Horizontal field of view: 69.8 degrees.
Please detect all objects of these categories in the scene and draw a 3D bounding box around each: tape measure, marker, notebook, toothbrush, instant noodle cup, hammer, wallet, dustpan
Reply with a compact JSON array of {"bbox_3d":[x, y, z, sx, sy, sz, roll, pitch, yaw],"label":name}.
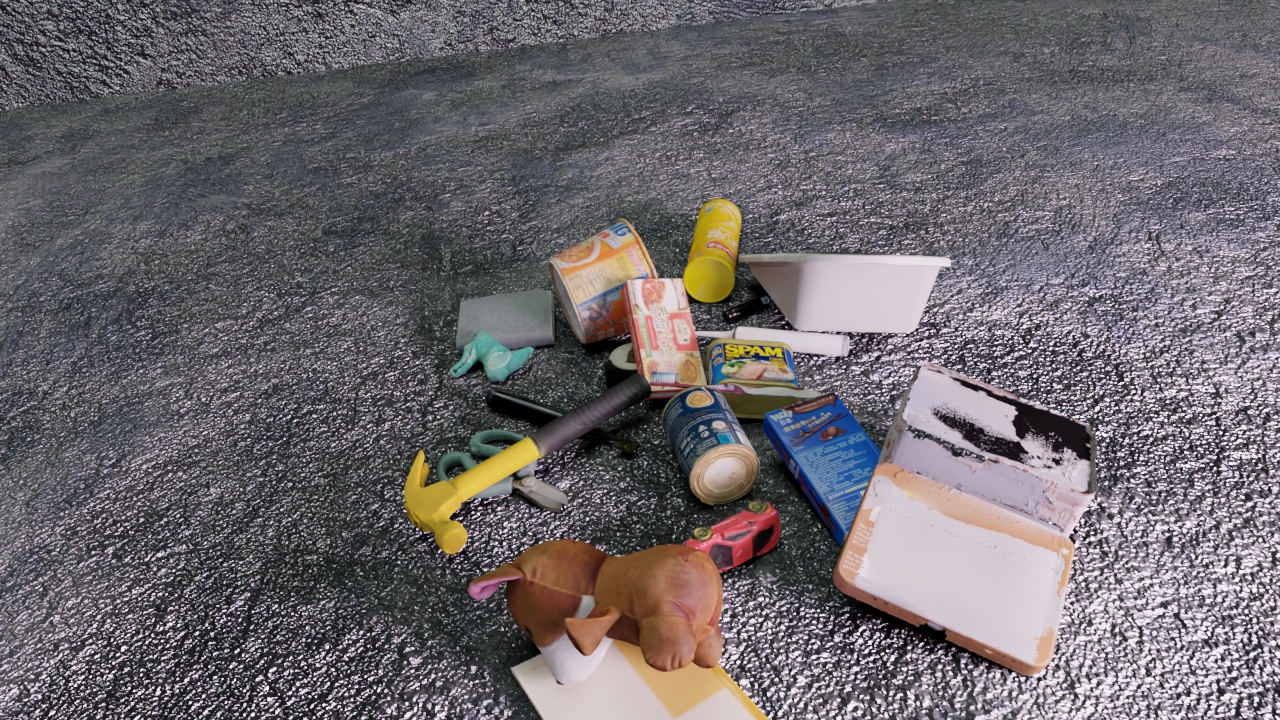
[{"bbox_3d":[-0.007,0.007,1.130,0.066,0.034,0.065,4,34,13],"label":"tape measure"},{"bbox_3d":[0.170,-0.080,1.250,0.131,0.020,0.022,-21,6,-20],"label":"marker"},{"bbox_3d":[0.007,0.278,0.719,0.145,0.010,0.206,-22,35,-24],"label":"notebook"},{"bbox_3d":[0.151,-0.028,1.163,0.221,0.027,0.026,6,48,19],"label":"toothbrush"},{"bbox_3d":[-0.091,0.070,1.052,0.213,0.026,0.027,16,31,31],"label":"toothbrush"},{"bbox_3d":[-0.047,-0.096,1.205,0.111,0.151,0.151,-23,35,-10],"label":"instant noodle cup"},{"bbox_3d":[0.104,0.027,0.995,0.187,0.017,0.016,5,1,-1],"label":"toothbrush"},{"bbox_3d":[-0.114,0.091,0.978,0.300,0.033,0.129,-29,42,-27],"label":"hammer"},{"bbox_3d":[-0.182,-0.052,1.253,0.130,0.037,0.106,-7,43,1],"label":"wallet"},{"bbox_3d":[0.268,-0.129,1.170,0.222,0.143,0.257,1,35,-9],"label":"dustpan"}]

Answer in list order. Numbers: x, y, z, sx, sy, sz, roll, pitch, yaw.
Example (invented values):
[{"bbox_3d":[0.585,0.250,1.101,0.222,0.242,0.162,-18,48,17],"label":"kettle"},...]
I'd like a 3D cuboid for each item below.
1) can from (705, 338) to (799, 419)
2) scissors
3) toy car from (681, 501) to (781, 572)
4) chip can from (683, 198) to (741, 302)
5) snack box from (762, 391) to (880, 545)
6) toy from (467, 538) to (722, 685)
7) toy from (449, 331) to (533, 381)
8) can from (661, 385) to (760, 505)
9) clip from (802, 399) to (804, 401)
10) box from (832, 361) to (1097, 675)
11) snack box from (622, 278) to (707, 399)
[{"bbox_3d":[0.128,0.022,1.051,0.102,0.057,0.083,4,34,-3],"label":"can"},{"bbox_3d":[-0.129,0.114,0.998,0.185,0.019,0.129,10,36,21],"label":"scissors"},{"bbox_3d":[0.083,0.169,0.842,0.106,0.049,0.031,-19,33,-21],"label":"toy car"},{"bbox_3d":[0.110,-0.165,1.346,0.072,0.072,0.212,0,32,10],"label":"chip can"},{"bbox_3d":[0.196,0.103,0.911,0.084,0.026,0.157,-17,49,-16],"label":"snack box"},{"bbox_3d":[-0.032,0.202,0.744,0.200,0.140,0.130,8,76,25],"label":"toy"},{"bbox_3d":[-0.196,-0.002,1.176,0.096,0.030,0.092,-42,53,-15],"label":"toy"},{"bbox_3d":[0.072,0.087,0.949,0.075,0.075,0.111,-11,33,-8],"label":"can"},{"bbox_3d":[0.201,0.075,0.984,0.101,0.035,0.096,4,35,7],"label":"clip"},{"bbox_3d":[0.292,0.126,0.807,0.179,0.103,0.260,23,35,15],"label":"box"},{"bbox_3d":[0.028,-0.028,1.101,0.075,0.026,0.152,-3,64,-18],"label":"snack box"}]
